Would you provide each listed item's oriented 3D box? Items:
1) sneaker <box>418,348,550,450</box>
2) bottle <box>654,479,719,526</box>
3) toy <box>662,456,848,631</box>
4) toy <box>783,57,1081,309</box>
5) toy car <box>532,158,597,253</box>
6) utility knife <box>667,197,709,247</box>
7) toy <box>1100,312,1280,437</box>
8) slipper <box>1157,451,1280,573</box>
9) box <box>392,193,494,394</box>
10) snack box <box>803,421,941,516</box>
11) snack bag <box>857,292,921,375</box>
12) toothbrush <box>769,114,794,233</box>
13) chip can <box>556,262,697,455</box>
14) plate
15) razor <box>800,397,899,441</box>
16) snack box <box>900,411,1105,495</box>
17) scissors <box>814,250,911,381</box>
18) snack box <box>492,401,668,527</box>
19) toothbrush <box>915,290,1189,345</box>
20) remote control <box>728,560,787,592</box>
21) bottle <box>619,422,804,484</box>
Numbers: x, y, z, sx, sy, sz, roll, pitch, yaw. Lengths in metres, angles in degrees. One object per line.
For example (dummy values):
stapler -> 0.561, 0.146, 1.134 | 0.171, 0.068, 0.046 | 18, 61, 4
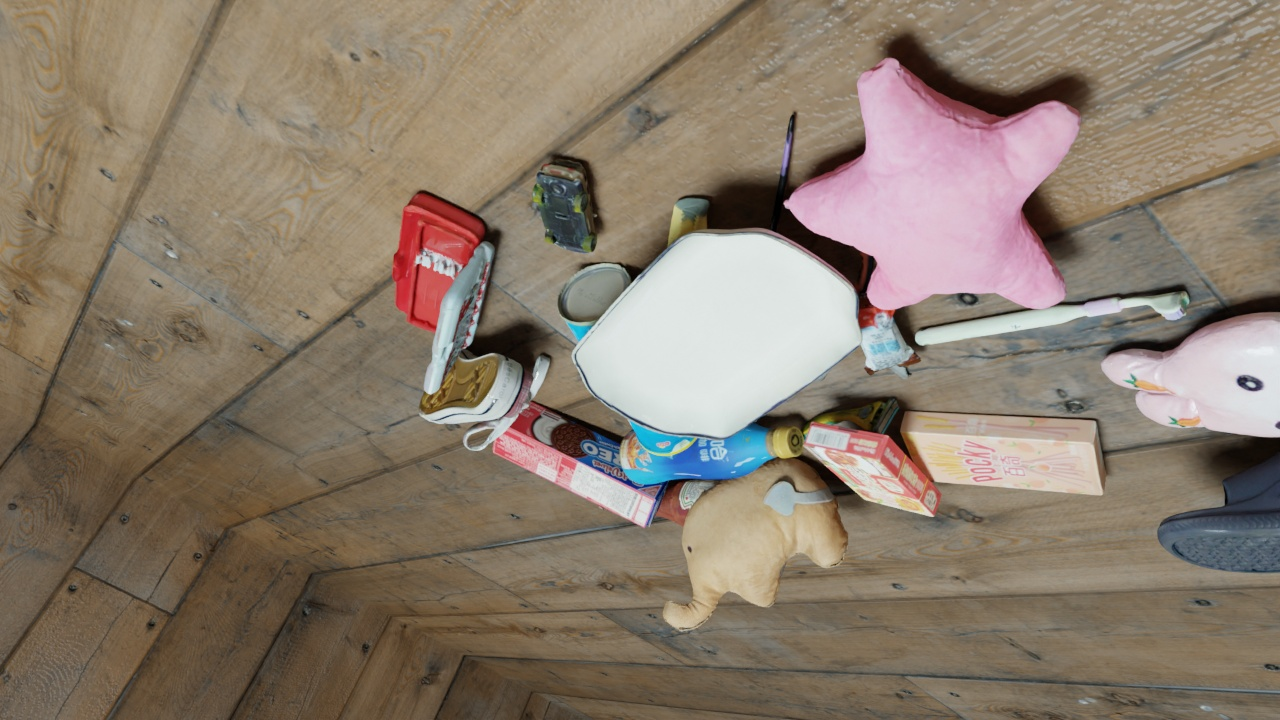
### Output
sneaker -> -0.165, 0.037, 0.982 | 0.087, 0.118, 0.241 | 27, 165, -28
bottle -> 0.051, 0.173, 1.104 | 0.207, 0.059, 0.060 | -6, 139, 41
toy -> 0.107, 0.195, 0.980 | 0.226, 0.143, 0.082 | -37, 159, 17
toy -> 0.170, -0.101, 0.564 | 0.179, 0.074, 0.195 | 5, 142, 27
toy car -> -0.056, -0.120, 0.730 | 0.042, 0.035, 0.090 | 16, 150, 15
utility knife -> 0.036, -0.077, 0.761 | 0.031, 0.019, 0.179 | 24, 155, 11
toy -> 0.401, 0.015, 0.617 | 0.121, 0.054, 0.160 | 36, 156, -20
slipper -> 0.510, 0.093, 0.651 | 0.269, 0.083, 0.111 | -11, 147, 20
box -> -0.202, -0.057, 0.870 | 0.094, 0.100, 0.202 | 26, 150, -4
snack box -> 0.215, 0.101, 0.840 | 0.075, 0.025, 0.153 | 10, 161, 40
snack bag -> 0.185, -0.018, 0.705 | 0.045, 0.026, 0.105 | -17, 143, 19
toothbrush -> 0.097, -0.106, 0.668 | 0.017, 0.014, 0.189 | 12, 148, 9
chip can -> -0.005, 0.005, 0.858 | 0.071, 0.071, 0.210 | 5, 146, 29
plate -> 0.055, -0.020, 0.715 | 0.162, 0.034, 0.267 | 29, 142, -14
razor -> 0.184, 0.061, 0.860 | 0.028, 0.043, 0.133 | 41, 153, -13
snack box -> 0.315, 0.080, 0.802 | 0.157, 0.026, 0.084 | 0, 143, 34
scissors -> 0.155, -0.043, 0.715 | 0.225, 0.015, 0.190 | 28, 145, -25
snack box -> -0.068, 0.118, 1.069 | 0.207, 0.057, 0.058 | 25, 132, 9
toothbrush -> 0.285, -0.027, 0.658 | 0.190, 0.029, 0.020 | -8, 96, 44
remote control -> 0.144, 0.215, 1.040 | 0.049, 0.124, 0.024 | 8, 137, 28
bottle -> 0.072, 0.093, 0.953 | 0.219, 0.065, 0.065 | -10, 136, 44
